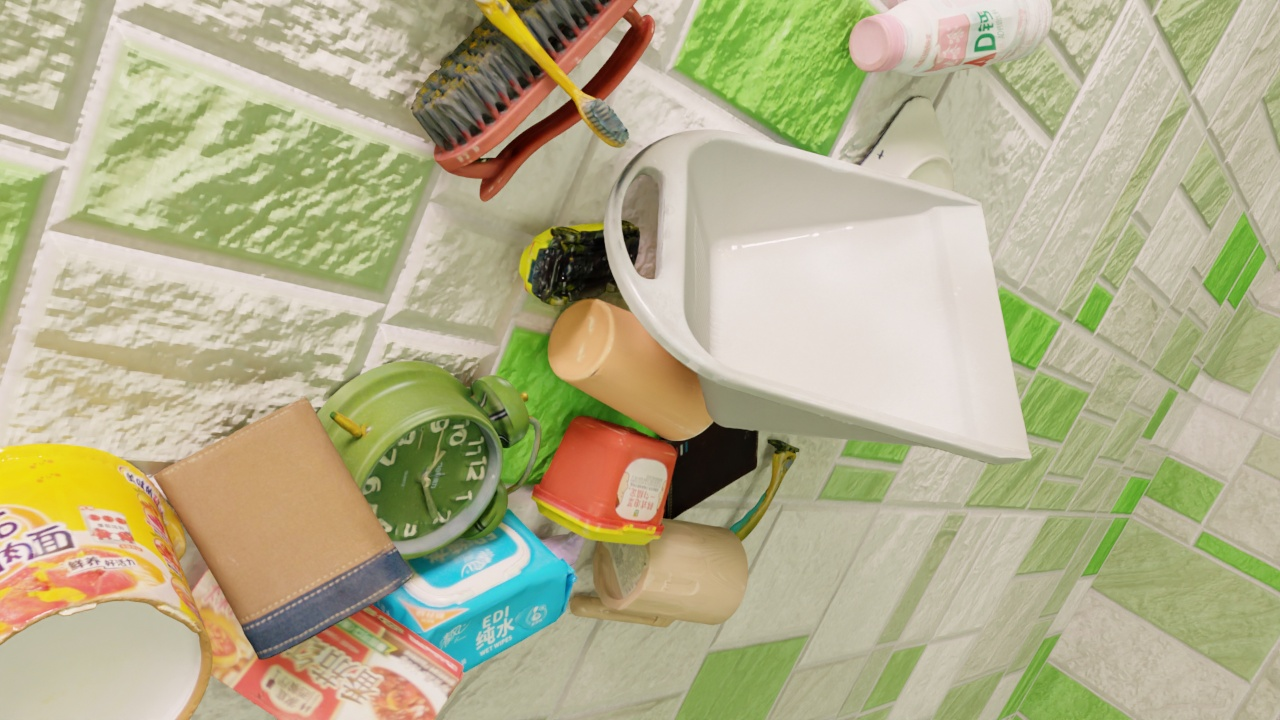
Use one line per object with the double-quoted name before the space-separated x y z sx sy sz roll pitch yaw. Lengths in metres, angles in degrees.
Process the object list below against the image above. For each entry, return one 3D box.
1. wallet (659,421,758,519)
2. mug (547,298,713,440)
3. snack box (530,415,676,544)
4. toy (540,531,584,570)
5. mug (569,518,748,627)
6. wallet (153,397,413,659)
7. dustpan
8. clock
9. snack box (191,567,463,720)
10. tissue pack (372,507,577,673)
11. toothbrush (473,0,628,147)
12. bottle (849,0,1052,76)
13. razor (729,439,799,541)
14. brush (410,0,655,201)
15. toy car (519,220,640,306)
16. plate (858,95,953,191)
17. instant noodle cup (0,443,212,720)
"wallet" 0.061 0.082 0.810 0.122 0.020 0.096 -26 132 -36
"mug" -0.004 0.004 0.647 0.122 0.078 0.078 27 95 -46
"snack box" -0.021 0.088 0.681 0.091 0.082 0.080 21 90 -52
"toy" -0.088 0.172 0.699 0.107 0.039 0.084 -36 159 -27
"mug" 0.013 0.185 0.776 0.103 0.084 0.125 18 130 -34
"wallet" -0.187 0.089 0.484 0.090 0.033 0.115 -29 98 -3
"dustpan" 0.114 -0.058 0.597 0.143 0.258 0.222 73 17 -57
"clock" -0.128 0.063 0.567 0.161 0.056 0.116 -3 119 -45
"snack box" -0.184 0.167 0.520 0.075 0.153 0.025 -55 -178 -2
"tissue pack" -0.121 0.152 0.608 0.139 0.090 0.063 -19 128 -38
"toothbrush" -0.071 -0.171 0.433 0.191 0.018 0.016 44 80 -24
"bottle" 0.246 -0.263 0.731 0.196 0.068 0.068 -20 129 -32
"razor" 0.112 0.138 0.898 0.043 0.028 0.132 24 99 -55
"brush" -0.055 -0.153 0.489 0.145 0.063 0.069 -49 128 -8
"toy car" -0.038 -0.066 0.593 0.105 0.032 0.048 -18 128 -53
"plate" 0.238 -0.135 0.834 0.163 0.034 0.164 -52 142 -7
"instant noodle cup" -0.269 0.122 0.417 0.137 0.110 0.138 -26 132 -34
